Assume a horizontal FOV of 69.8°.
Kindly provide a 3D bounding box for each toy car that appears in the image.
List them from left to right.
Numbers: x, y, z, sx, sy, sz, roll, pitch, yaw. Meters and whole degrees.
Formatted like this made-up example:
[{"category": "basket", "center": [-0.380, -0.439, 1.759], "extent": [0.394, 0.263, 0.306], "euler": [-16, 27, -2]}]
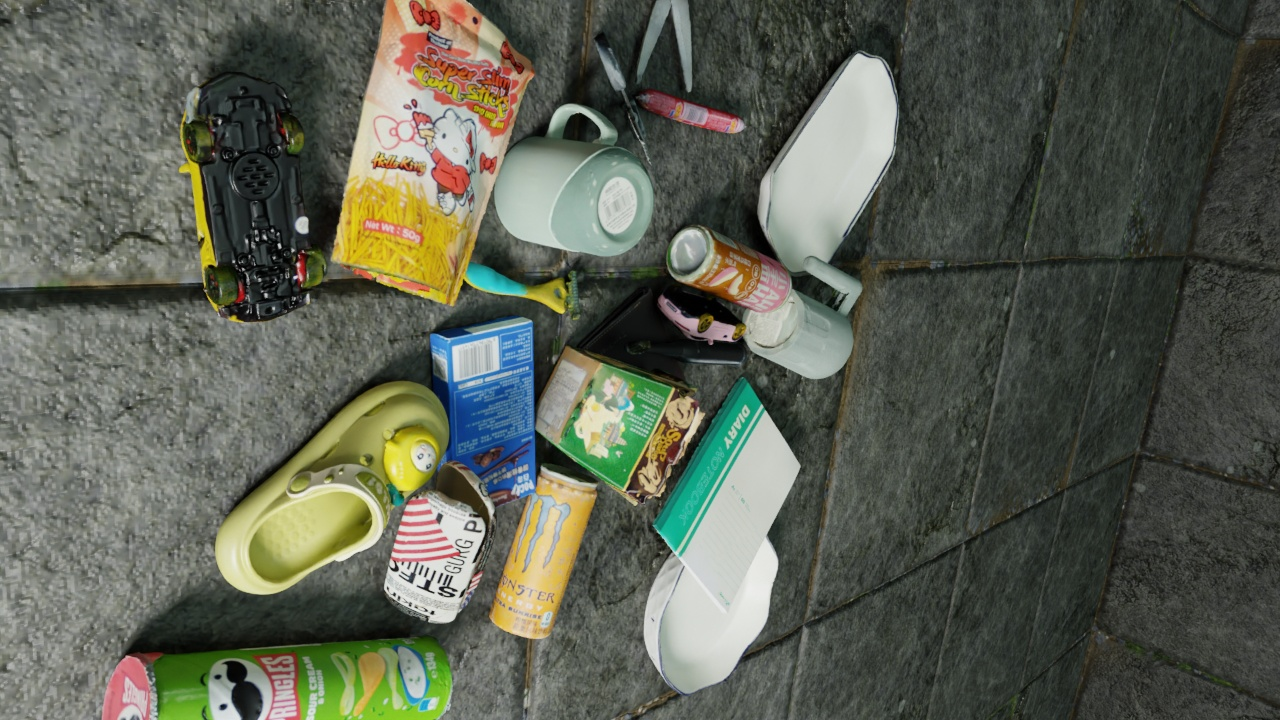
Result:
[{"category": "toy car", "center": [-0.240, -0.098, 0.566], "extent": [0.071, 0.041, 0.156], "euler": [-21, 120, -42]}, {"category": "toy car", "center": [0.059, -0.041, 0.892], "extent": [0.037, 0.056, 0.122], "euler": [-52, 152, 19]}]

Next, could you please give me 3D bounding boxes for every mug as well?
[{"category": "mug", "center": [-0.047, -0.140, 0.709], "extent": [0.082, 0.106, 0.112], "euler": [-1, 104, -46]}, {"category": "mug", "center": [0.181, -0.048, 0.999], "extent": [0.103, 0.084, 0.124], "euler": [19, 104, -47]}]

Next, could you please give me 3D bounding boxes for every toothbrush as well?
[{"category": "toothbrush", "center": [0.047, -0.010, 0.891], "extent": [0.212, 0.027, 0.026], "euler": [3, 74, -58]}]

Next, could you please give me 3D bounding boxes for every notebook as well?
[{"category": "notebook", "center": [0.100, 0.143, 0.993], "extent": [0.150, 0.012, 0.208], "euler": [55, 52, -29]}]

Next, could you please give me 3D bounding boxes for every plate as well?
[{"category": "plate", "center": [0.078, 0.274, 1.041], "extent": [0.204, 0.046, 0.205], "euler": [-20, 119, -41]}, {"category": "plate", "center": [0.204, -0.215, 1.006], "extent": [0.265, 0.034, 0.162], "euler": [-57, 137, -16]}]

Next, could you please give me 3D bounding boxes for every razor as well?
[{"category": "razor", "center": [-0.099, -0.062, 0.741], "extent": [0.132, 0.028, 0.043], "euler": [9, 74, -52]}]

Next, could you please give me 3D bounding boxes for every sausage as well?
[{"category": "sausage", "center": [0.049, -0.228, 0.847], "extent": [0.155, 0.020, 0.020], "euler": [-1, 104, -47]}]

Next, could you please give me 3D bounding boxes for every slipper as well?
[{"category": "slipper", "center": [-0.203, 0.098, 0.650], "extent": [0.190, 0.082, 0.092], "euler": [-42, 133, -26]}]

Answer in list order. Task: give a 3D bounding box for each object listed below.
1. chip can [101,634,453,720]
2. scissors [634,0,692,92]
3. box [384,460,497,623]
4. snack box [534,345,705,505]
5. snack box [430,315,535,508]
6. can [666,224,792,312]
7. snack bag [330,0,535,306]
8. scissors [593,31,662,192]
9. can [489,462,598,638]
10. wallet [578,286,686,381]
[{"category": "chip can", "center": [-0.247, 0.238, 0.659], "extent": [0.235, 0.072, 0.072], "euler": [15, 93, -49]}, {"category": "scissors", "center": [0.038, -0.355, 0.786], "extent": [0.223, 0.022, 0.221], "euler": [-49, 133, -25]}, {"category": "box", "center": [-0.142, 0.138, 0.697], "extent": [0.079, 0.074, 0.164], "euler": [-62, 176, -49]}, {"category": "snack box", "center": [-0.028, 0.047, 0.796], "extent": [0.105, 0.117, 0.118], "euler": [29, 88, -28]}, {"category": "snack box", "center": [-0.126, 0.046, 0.751], "extent": [0.084, 0.026, 0.157], "euler": [-16, 116, -43]}, {"category": "can", "center": [0.090, -0.089, 0.912], "extent": [0.147, 0.058, 0.058], "euler": [15, 92, -48]}, {"category": "snack bag", "center": [-0.144, -0.150, 0.644], "extent": [0.128, 0.073, 0.207], "euler": [22, 80, -48]}, {"category": "scissors", "center": [-0.006, -0.193, 0.721], "extent": [0.172, 0.014, 0.159], "euler": [22, 45, -83]}, {"category": "can", "center": [-0.085, 0.169, 0.816], "extent": [0.058, 0.058, 0.146], "euler": [18, 90, -49]}, {"category": "wallet", "center": [-0.005, 0.005, 0.875], "extent": [0.096, 0.020, 0.122], "euler": [-45, 130, -27]}]
